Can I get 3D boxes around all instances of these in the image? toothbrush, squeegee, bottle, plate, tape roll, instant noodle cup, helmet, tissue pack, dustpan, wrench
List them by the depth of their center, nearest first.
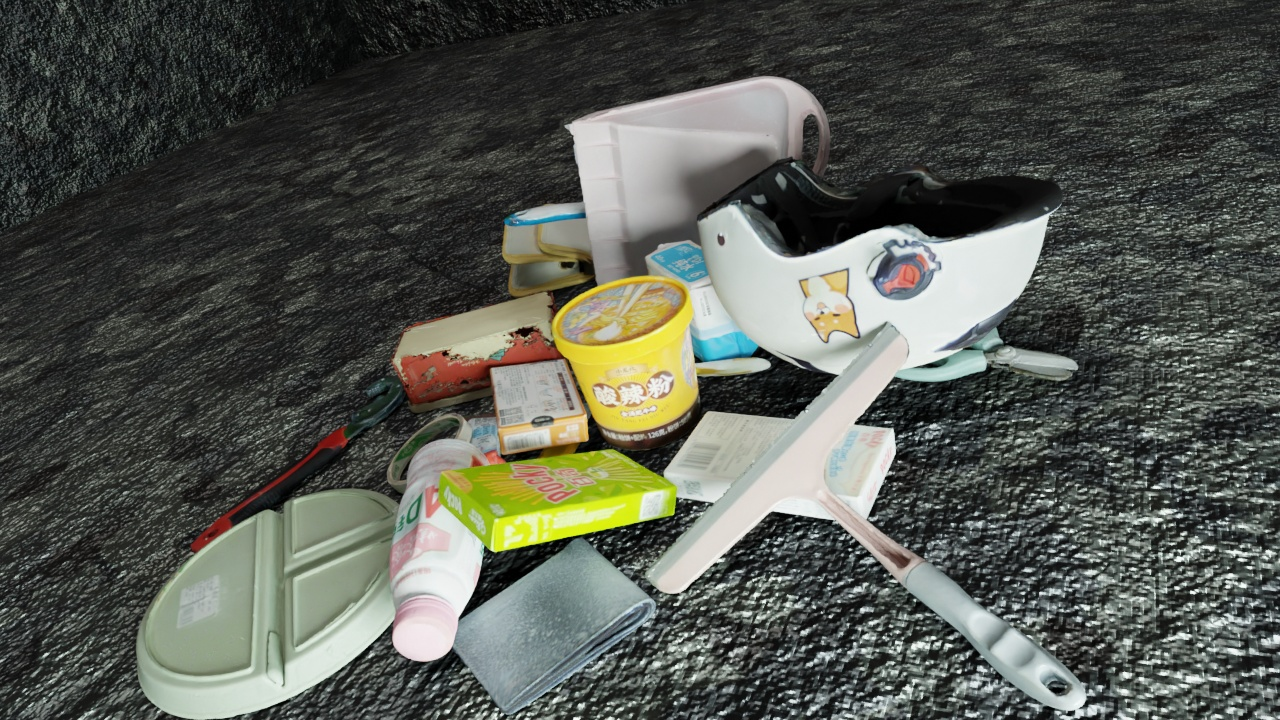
[{"bbox_3d":[0.162,0.125,0.562,0.247,0.040,0.249,-44,44,-5],"label":"squeegee"},{"bbox_3d":[-0.148,0.135,0.674,0.068,0.068,0.196,-14,28,2],"label":"bottle"},{"bbox_3d":[-0.280,0.175,0.714,0.230,0.027,0.229,-12,28,7],"label":"plate"},{"bbox_3d":[0.182,-0.069,0.743,0.274,0.157,0.229,5,24,17],"label":"helmet"},{"bbox_3d":[-0.005,0.005,0.784,0.118,0.114,0.118,-11,30,6],"label":"instant noodle cup"},{"bbox_3d":[-0.188,0.082,0.816,0.086,0.014,0.085,-28,28,16],"label":"tape roll"},{"bbox_3d":[0.027,0.014,0.857,0.192,0.016,0.018,-5,42,19],"label":"toothbrush"},{"bbox_3d":[-0.317,0.093,0.885,0.056,0.016,0.272,1,33,32],"label":"wrench"},{"bbox_3d":[0.061,-0.057,0.886,0.063,0.090,0.140,-24,30,-14],"label":"tissue pack"},{"bbox_3d":[0.072,-0.200,1.013,0.273,0.223,0.138,3,44,7],"label":"dustpan"}]

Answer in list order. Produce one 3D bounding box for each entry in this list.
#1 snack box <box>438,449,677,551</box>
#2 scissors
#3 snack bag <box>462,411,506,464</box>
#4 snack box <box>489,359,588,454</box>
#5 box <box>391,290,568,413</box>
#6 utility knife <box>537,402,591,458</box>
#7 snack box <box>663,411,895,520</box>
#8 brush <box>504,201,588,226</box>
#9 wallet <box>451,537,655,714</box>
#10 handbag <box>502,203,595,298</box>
[{"bbox_3d":[-0.059,0.099,0.674,0.156,0.026,0.086,-4,18,-37],"label":"snack box"},{"bbox_3d":[0.289,-0.018,0.782,0.186,0.019,0.131,2,34,27],"label":"scissors"},{"bbox_3d":[-0.139,0.076,0.817,0.048,0.026,0.104,-9,27,-6],"label":"snack bag"},{"bbox_3d":[-0.094,0.037,0.830,0.075,0.026,0.153,-8,20,-9],"label":"snack box"},{"bbox_3d":[-0.163,-0.016,0.934,0.168,0.080,0.091,-14,28,3],"label":"box"},{"bbox_3d":[-0.072,0.087,0.777,0.033,0.015,0.194,1,31,20],"label":"utility knife"},{"bbox_3d":[0.104,0.077,0.695,0.157,0.027,0.084,4,34,31],"label":"snack box"},{"bbox_3d":[0.004,-0.167,1.084,0.314,0.109,0.060,-19,32,-6],"label":"brush"},{"bbox_3d":[-0.063,0.175,0.619,0.120,0.019,0.097,-31,30,-23],"label":"wallet"},{"bbox_3d":[-0.084,-0.152,1.159,0.179,0.063,0.163,-11,31,2],"label":"handbag"}]
